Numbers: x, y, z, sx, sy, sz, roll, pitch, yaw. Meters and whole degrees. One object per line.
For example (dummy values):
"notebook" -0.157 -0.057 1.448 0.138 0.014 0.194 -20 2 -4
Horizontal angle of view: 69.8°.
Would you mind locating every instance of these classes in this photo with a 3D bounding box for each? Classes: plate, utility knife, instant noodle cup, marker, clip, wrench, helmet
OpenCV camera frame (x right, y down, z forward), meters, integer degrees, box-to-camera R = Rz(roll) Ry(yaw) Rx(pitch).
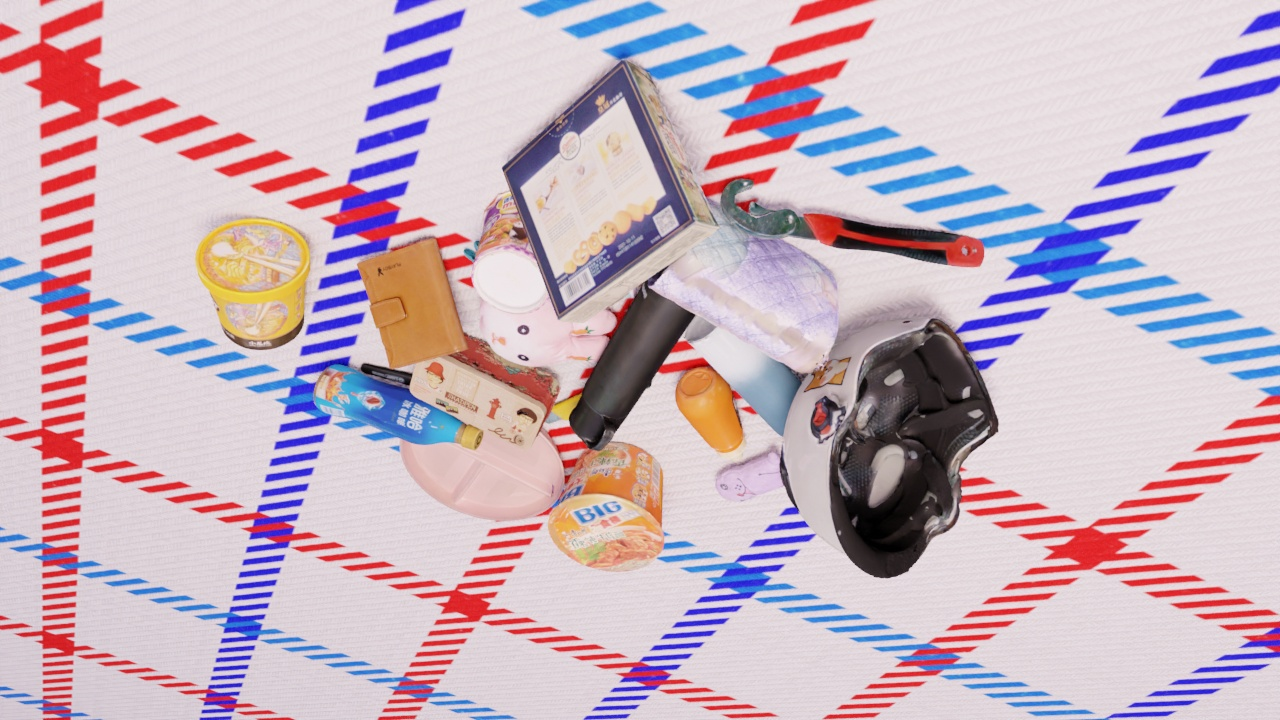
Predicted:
"plate" -0.213 0.135 1.250 0.229 0.028 0.230 6 131 7
"utility knife" -0.059 0.046 1.149 0.181 0.015 0.033 -22 110 28
"instant noodle cup" -0.127 -0.109 0.975 0.111 0.099 0.112 7 133 7
"marker" -0.300 0.025 1.180 0.124 0.015 0.018 14 132 1
"instant noodle cup" -0.439 -0.082 1.055 0.118 0.118 0.115 16 140 -3
"clip" -0.174 -0.111 1.038 0.048 0.014 0.057 -28 121 28
"wrench" 0.213 -0.131 0.922 0.273 0.056 0.016 12 166 -2
"helmet" 0.242 0.081 0.984 0.230 0.273 0.157 39 165 -33
"instant noodle cup" -0.036 0.187 1.203 0.151 0.111 0.152 6 131 6

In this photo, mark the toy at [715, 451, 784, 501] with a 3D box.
"toy" 0.148 0.154 1.186 0.108 0.038 0.084 -27 129 28

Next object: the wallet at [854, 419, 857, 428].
"wallet" 0.287 0.076 1.102 0.115 0.024 0.087 10 127 1

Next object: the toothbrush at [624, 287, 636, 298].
"toothbrush" -0.024 -0.149 0.972 0.021 0.029 0.189 -25 131 -20

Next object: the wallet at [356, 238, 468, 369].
"wallet" -0.261 -0.063 1.050 0.108 0.031 0.132 -13 96 22

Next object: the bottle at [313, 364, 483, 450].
"bottle" -0.302 0.065 1.157 0.219 0.065 0.065 17 132 11

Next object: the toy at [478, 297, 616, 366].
"toy" -0.108 -0.036 1.064 0.159 0.054 0.121 5 142 -1

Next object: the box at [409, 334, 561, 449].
"box" -0.186 0.027 1.127 0.168 0.075 0.092 26 131 -1

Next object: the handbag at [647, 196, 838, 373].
"handbag" 0.107 -0.076 0.932 0.194 0.133 0.076 28 128 -12

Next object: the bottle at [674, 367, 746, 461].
"bottle" 0.094 0.074 1.117 0.067 0.066 0.149 -12 134 21

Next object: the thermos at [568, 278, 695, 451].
"thermos" -0.006 0.006 1.044 0.068 0.089 0.243 13 129 -24

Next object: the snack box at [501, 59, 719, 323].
"snack box" -0.035 -0.156 0.874 0.178 0.182 0.045 -32 160 32

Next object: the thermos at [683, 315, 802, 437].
"thermos" 0.143 0.025 1.056 0.070 0.070 0.220 -30 118 31
